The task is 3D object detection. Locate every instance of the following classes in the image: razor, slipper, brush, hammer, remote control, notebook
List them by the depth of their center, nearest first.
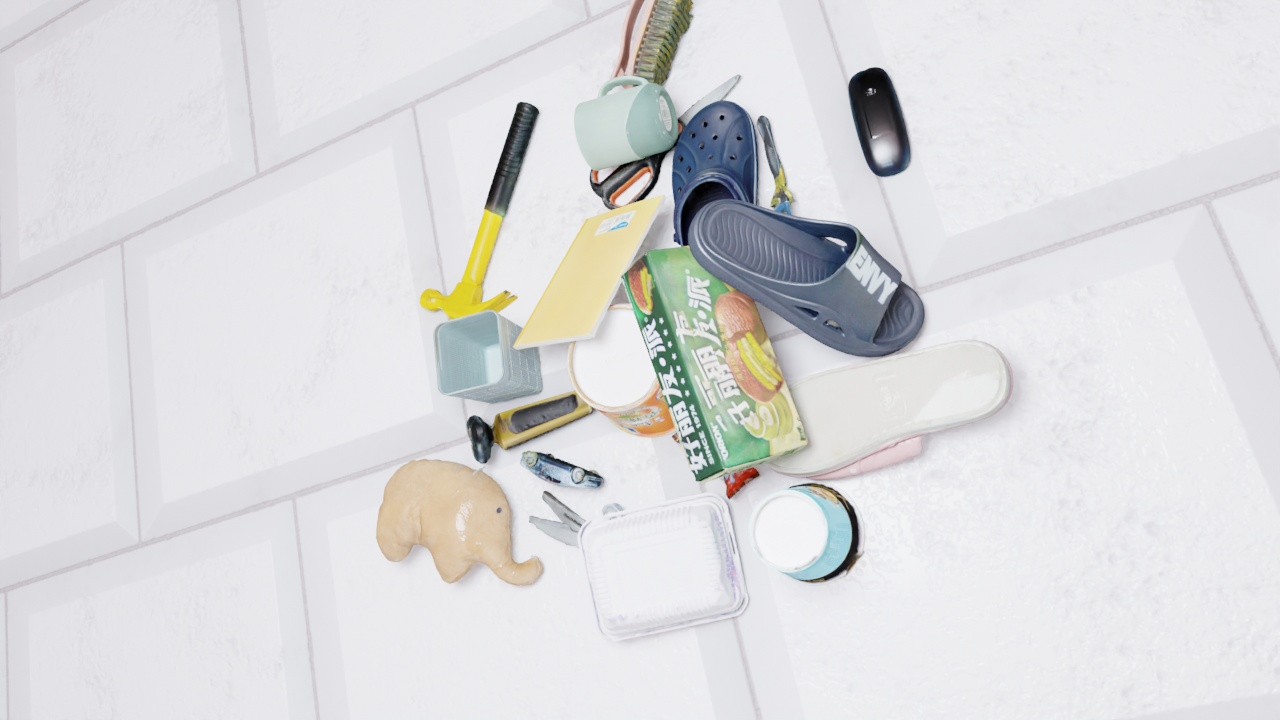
[{"bbox_3d":[0.179,-0.092,0.937,0.268,0.083,0.110,25,67,-6],"label":"slipper"},{"bbox_3d":[0.248,0.052,0.955,0.275,0.054,0.114,-23,67,27],"label":"slipper"},{"bbox_3d":[0.268,-0.272,1.033,0.053,0.024,0.136,-16,73,20],"label":"remote control"},{"bbox_3d":[0.081,-0.181,1.056,0.105,0.095,0.252,-5,81,19],"label":"slipper"},{"bbox_3d":[-0.060,-0.102,1.065,0.146,0.010,0.205,-7,48,47],"label":"notebook"},{"bbox_3d":[0.156,-0.224,1.072,0.043,0.022,0.142,139,127,-58],"label":"razor"},{"bbox_3d":[-0.135,0.073,1.109,0.168,0.067,0.062,-20,73,11],"label":"razor"},{"bbox_3d":[0.010,-0.403,1.147,0.073,0.063,0.145,19,88,21],"label":"brush"},{"bbox_3d":[-0.191,-0.193,1.202,0.129,0.033,0.300,15,85,24],"label":"hammer"}]

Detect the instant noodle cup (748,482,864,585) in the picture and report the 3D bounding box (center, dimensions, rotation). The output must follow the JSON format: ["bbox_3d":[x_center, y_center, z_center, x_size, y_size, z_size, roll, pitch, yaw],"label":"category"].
[{"bbox_3d":[0.164,0.174,0.929,0.111,0.120,0.111,-5,77,21],"label":"instant noodle cup"}]

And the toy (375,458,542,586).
[{"bbox_3d":[-0.218,0.196,1.110,0.226,0.082,0.143,14,90,21],"label":"toy"}]

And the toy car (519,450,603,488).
[{"bbox_3d":[-0.094,0.132,1.084,0.106,0.049,0.031,16,89,25],"label":"toy car"}]

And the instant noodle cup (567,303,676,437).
[{"bbox_3d":[-0.006,0.006,1.040,0.151,0.111,0.151,-5,78,21],"label":"instant noodle cup"}]

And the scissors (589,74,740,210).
[{"bbox_3d":[0.025,-0.287,1.138,0.125,0.021,0.235,35,94,25],"label":"scissors"}]

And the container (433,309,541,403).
[{"bbox_3d":[-0.181,0.001,1.113,0.090,0.111,0.090,-13,74,19],"label":"container"}]

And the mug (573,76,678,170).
[{"bbox_3d":[-0.015,-0.294,1.104,0.106,0.082,0.111,-11,68,23],"label":"mug"}]

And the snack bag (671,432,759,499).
[{"bbox_3d":[0.084,0.107,1.029,0.048,0.026,0.104,-40,67,-3],"label":"snack bag"}]

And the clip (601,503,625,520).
[{"bbox_3d":[-0.019,0.185,1.046,0.057,0.028,0.024,41,95,20],"label":"clip"}]

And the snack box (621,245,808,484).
[{"bbox_3d":[0.076,-0.002,0.953,0.063,0.114,0.240,-36,69,54],"label":"snack box"}]

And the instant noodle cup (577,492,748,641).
[{"bbox_3d":[0.020,0.224,0.992,0.173,0.060,0.138,-14,79,6],"label":"instant noodle cup"}]

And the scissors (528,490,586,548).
[{"bbox_3d":[-0.030,0.212,1.061,0.214,0.015,0.196,-24,71,17],"label":"scissors"}]
